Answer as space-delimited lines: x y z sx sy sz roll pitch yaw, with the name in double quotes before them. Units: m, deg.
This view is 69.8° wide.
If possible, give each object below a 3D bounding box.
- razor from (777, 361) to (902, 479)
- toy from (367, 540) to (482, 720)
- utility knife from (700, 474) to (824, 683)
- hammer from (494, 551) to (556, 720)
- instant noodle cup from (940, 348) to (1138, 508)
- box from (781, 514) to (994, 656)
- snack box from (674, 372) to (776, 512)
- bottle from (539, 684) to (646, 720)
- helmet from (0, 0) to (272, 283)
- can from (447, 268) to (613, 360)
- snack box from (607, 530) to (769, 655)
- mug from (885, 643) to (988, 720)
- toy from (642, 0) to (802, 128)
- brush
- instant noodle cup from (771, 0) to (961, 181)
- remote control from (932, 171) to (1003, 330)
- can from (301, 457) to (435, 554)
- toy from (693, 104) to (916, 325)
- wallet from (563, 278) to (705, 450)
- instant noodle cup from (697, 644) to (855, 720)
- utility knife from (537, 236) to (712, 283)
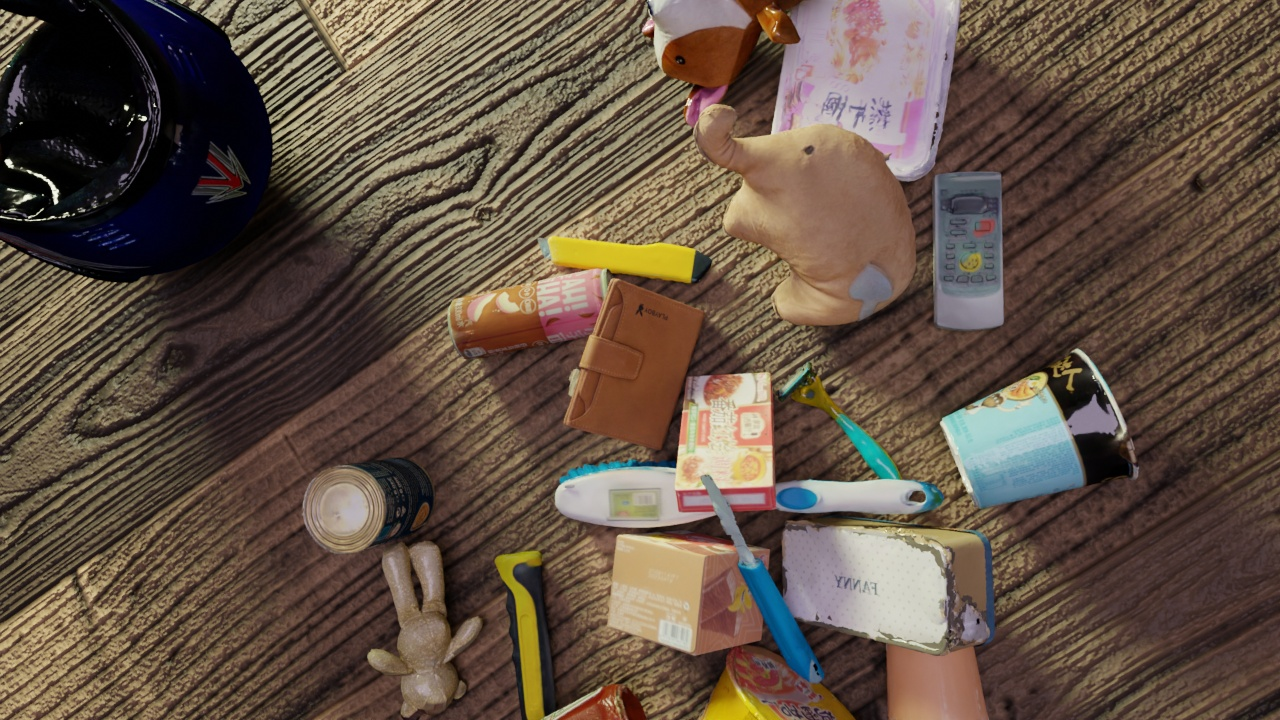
"razor" 0.177 0.061 0.786 0.132 0.028 0.043 46 118 11
"toy" -0.196 0.237 0.815 0.066 0.105 0.157 -2 97 53
"utility knife" 0.093 0.172 0.716 0.018 0.034 0.236 -42 122 -23
"hammer" -0.086 0.333 0.813 0.126 0.032 0.323 -7 86 8
"instant noodle cup" 0.310 0.063 0.732 0.120 0.111 0.111 -22 84 13
"box" 0.182 0.170 0.719 0.061 0.185 0.090 2 88 -33
"snack box" 0.071 0.063 0.749 0.075 0.152 0.025 -4 123 10
"bottle" -0.090 0.340 0.769 0.206 0.059 0.059 -31 83 10
"helmet" -0.479 -0.206 0.789 0.315 0.240 0.247 22 92 -2
"can" -0.094 -0.041 0.818 0.147 0.058 0.058 -11 85 8
"snack box" 0.040 0.186 0.751 0.093 0.094 0.077 4 87 41
"mug" 0.235 0.230 0.749 0.078 0.078 0.122 -6 81 8
"toy" 0.069 -0.299 0.754 0.130 0.200 0.140 -5 71 -31
"brush" 0.079 0.112 0.760 0.315 0.109 0.060 -2 86 6
"instant noodle cup" 0.190 -0.239 0.783 0.138 0.060 0.173 9 90 9
"remote control" 0.279 -0.093 0.782 0.056 0.019 0.135 0 87 9
"can" -0.236 0.125 0.805 0.075 0.111 0.075 0 87 9
"toy" 0.135 -0.127 0.734 0.144 0.082 0.226 -30 116 15
"wallet" -0.005 0.005 0.790 0.107 0.031 0.132 19 90 -35
"instant noodle cup" 0.099 0.318 0.739 0.138 0.138 0.110 34 101 9
"utility knife" -0.016 -0.094 0.830 0.164 0.015 0.033 9 83 10
